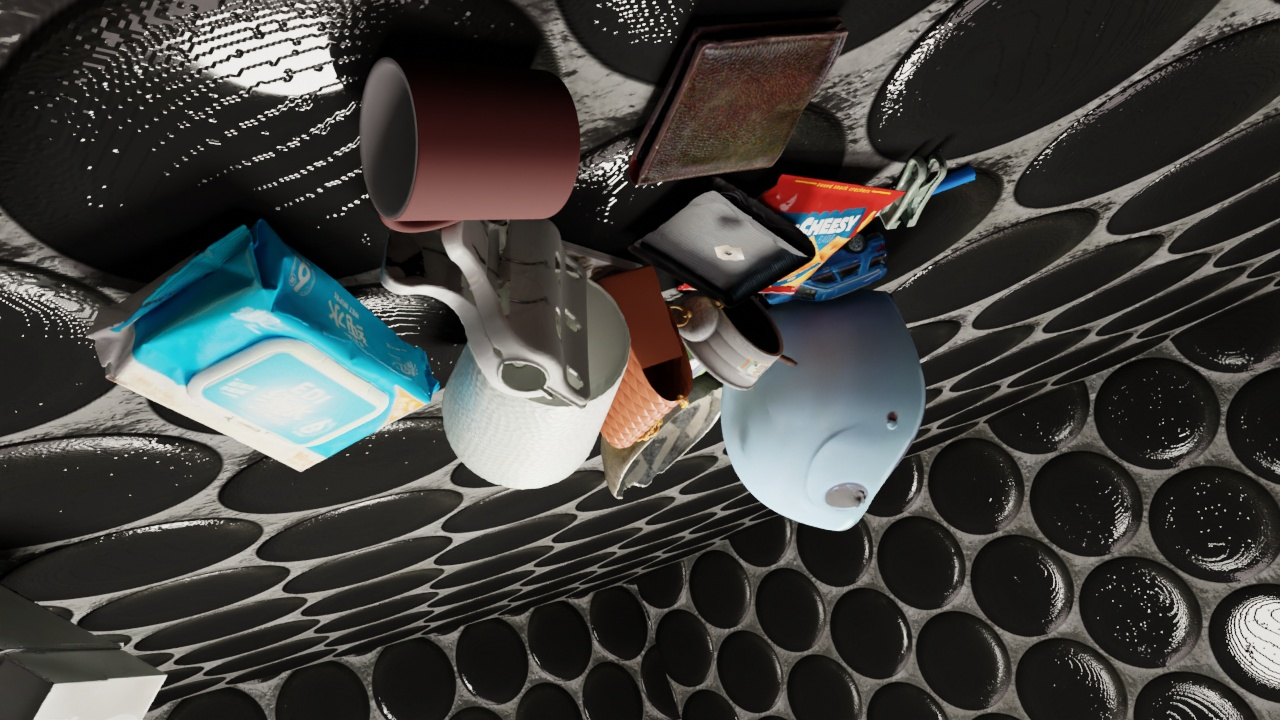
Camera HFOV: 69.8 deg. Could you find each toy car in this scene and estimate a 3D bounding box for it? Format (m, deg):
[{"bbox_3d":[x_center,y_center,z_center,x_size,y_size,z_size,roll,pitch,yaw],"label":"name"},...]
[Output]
[{"bbox_3d":[0.168,-0.080,0.837,0.120,0.043,0.056,-17,165,0],"label":"toy car"}]

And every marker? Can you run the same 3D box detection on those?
[{"bbox_3d":[0.214,-0.133,0.780,0.142,0.013,0.013,-21,163,7],"label":"marker"}]

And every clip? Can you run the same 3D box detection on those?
[{"bbox_3d":[-0.085,-0.045,0.563,0.075,0.124,0.144,-34,133,28],"label":"clip"},{"bbox_3d":[0.220,-0.137,0.741,0.045,0.023,0.076,-10,152,-16],"label":"clip"}]

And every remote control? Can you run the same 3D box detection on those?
[{"bbox_3d":[-0.052,-0.067,0.692,0.050,0.011,0.135,-29,160,28],"label":"remote control"}]

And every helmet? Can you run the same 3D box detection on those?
[{"bbox_3d":[0.167,0.047,0.937,0.167,0.225,0.266,6,126,-7],"label":"helmet"}]

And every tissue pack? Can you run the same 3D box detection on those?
[{"bbox_3d":[-0.219,0.002,0.573,0.117,0.066,0.209,-26,151,7],"label":"tissue pack"}]

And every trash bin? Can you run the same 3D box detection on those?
[{"bbox_3d":[-0.078,0.013,0.696,0.133,0.133,0.162,-13,162,-21],"label":"trash bin"}]

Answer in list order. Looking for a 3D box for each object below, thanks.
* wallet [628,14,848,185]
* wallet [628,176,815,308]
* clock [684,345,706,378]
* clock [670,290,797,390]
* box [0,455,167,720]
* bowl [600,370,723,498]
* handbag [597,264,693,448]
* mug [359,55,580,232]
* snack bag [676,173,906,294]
[{"bbox_3d":[0.053,-0.150,0.533,0.099,0.031,0.120,-15,160,-24],"label":"wallet"},{"bbox_3d":[0.060,-0.085,0.677,0.115,0.026,0.089,27,139,-33],"label":"wallet"},{"bbox_3d":[0.035,-0.003,0.911,0.119,0.042,0.095,-23,164,-21],"label":"clock"},{"bbox_3d":[0.069,-0.028,0.800,0.056,0.104,0.147,-41,150,27],"label":"clock"},{"bbox_3d":[-0.601,0.250,0.845,0.171,0.380,0.167,-35,164,-7],"label":"box"},{"bbox_3d":[0.015,0.064,1.024,0.178,0.081,0.179,-39,164,-13],"label":"bowl"},{"bbox_3d":[-0.005,0.004,0.763,0.060,0.109,0.172,-18,169,-19],"label":"handbag"},{"bbox_3d":[-0.090,-0.097,0.453,0.082,0.073,0.106,-7,155,-35],"label":"mug"},{"bbox_3d":[0.117,-0.097,0.731,0.130,0.039,0.144,-1,150,-35],"label":"snack bag"}]
